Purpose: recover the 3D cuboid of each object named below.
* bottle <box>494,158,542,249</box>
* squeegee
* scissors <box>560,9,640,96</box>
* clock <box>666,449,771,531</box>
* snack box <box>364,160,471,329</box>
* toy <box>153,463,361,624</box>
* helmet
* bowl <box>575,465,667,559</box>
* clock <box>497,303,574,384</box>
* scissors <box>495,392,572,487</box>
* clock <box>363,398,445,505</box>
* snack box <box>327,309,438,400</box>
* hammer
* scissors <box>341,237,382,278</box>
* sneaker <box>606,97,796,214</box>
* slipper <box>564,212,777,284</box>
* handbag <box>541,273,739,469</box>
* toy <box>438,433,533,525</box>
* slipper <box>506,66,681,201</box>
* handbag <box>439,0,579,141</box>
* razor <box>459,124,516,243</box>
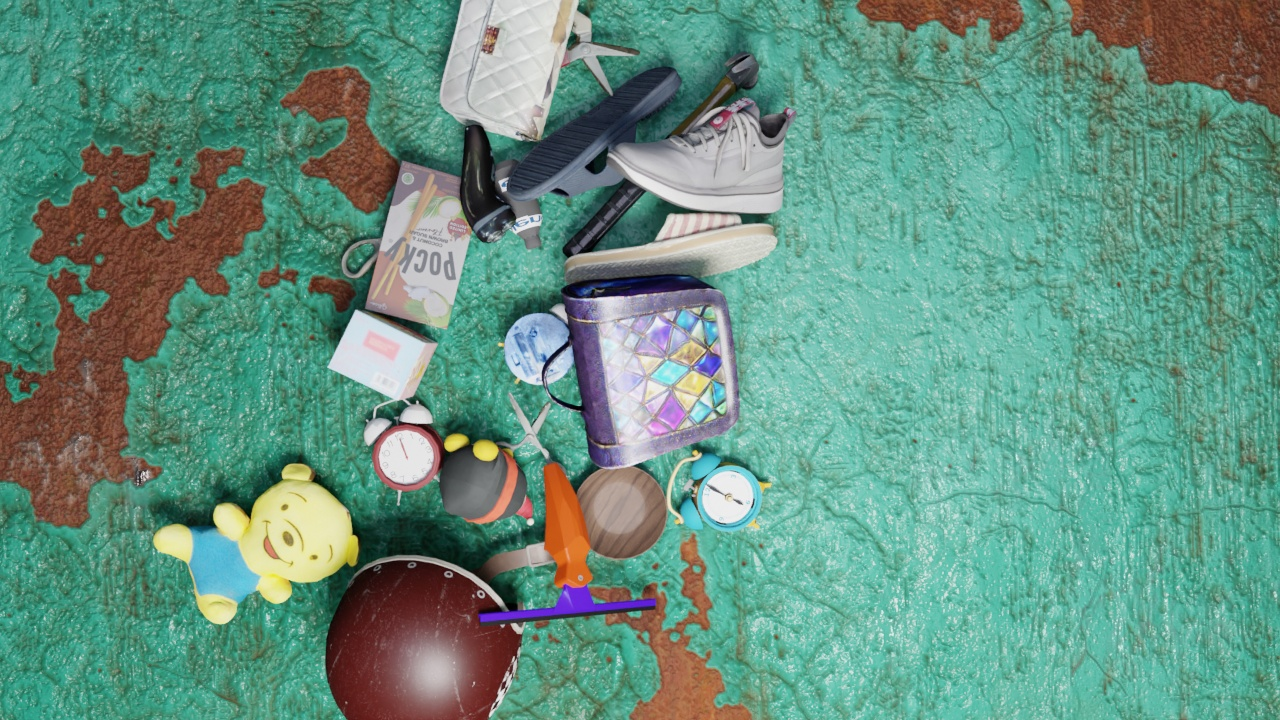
[{"bbox_3d":[-0.151,-0.193,1.143,0.047,0.047,0.112,-19,92,-2],"label":"bottle"},{"bbox_3d":[-0.089,0.210,1.094,0.249,0.055,0.184,7,58,-39],"label":"squeegee"},{"bbox_3d":[-0.098,-0.414,1.145,0.200,0.015,0.179,0,84,8],"label":"scissors"},{"bbox_3d":[0.097,0.170,1.165,0.129,0.044,0.099,15,90,-10],"label":"clock"},{"bbox_3d":[-0.267,-0.141,1.137,0.101,0.032,0.186,14,90,-13],"label":"snack box"},{"bbox_3d":[-0.454,0.221,1.119,0.214,0.084,0.149,-26,99,-3],"label":"toy"},{"bbox_3d":[-0.238,0.324,1.078,0.233,0.253,0.234,12,99,6],"label":"helmet"},{"bbox_3d":[-0.026,0.190,1.163,0.119,0.032,0.119,0,91,-3],"label":"bowl"},{"bbox_3d":[-0.110,-0.020,1.146,0.125,0.052,0.089,-23,91,-2],"label":"clock"},{"bbox_3d":[-0.124,0.102,1.129,0.165,0.014,0.142,43,134,-19],"label":"scissors"},{"bbox_3d":[-0.292,0.109,1.143,0.087,0.044,0.124,-20,93,-2],"label":"clock"},{"bbox_3d":[-0.310,-0.007,1.115,0.093,0.095,0.079,26,89,-2],"label":"snack box"},{"bbox_3d":[0.025,-0.248,1.128,0.025,0.118,0.333,44,94,5],"label":"hammer"},{"bbox_3d":[-0.298,-0.144,1.154,0.163,0.012,0.153,-20,95,-6],"label":"scissors"},{"bbox_3d":[0.081,-0.244,1.063,0.262,0.097,0.129,-4,120,-38],"label":"sneaker"},{"bbox_3d":[0.034,-0.138,1.125,0.263,0.115,0.052,-10,73,-1],"label":"slipper"},{"bbox_3d":[-0.006,0.006,1.090,0.222,0.125,0.205,-12,106,-11],"label":"handbag"},{"bbox_3d":[-0.186,0.152,1.125,0.119,0.098,0.099,30,73,-43],"label":"toy"},{"bbox_3d":[-0.042,-0.258,1.123,0.263,0.101,0.082,-42,126,-15],"label":"slipper"},{"bbox_3d":[-0.160,-0.372,1.106,0.139,0.072,0.195,16,96,9],"label":"handbag"},{"bbox_3d":[-0.185,-0.212,1.103,0.064,0.053,0.140,-5,95,4],"label":"razor"}]
